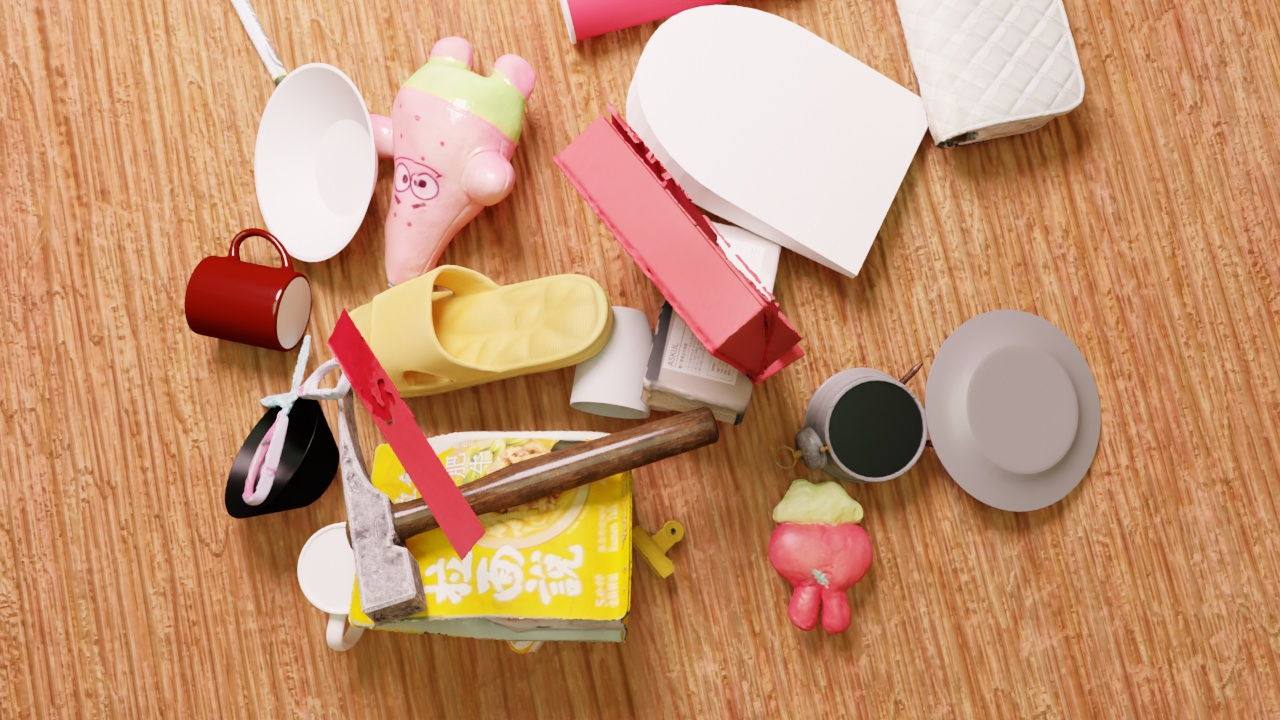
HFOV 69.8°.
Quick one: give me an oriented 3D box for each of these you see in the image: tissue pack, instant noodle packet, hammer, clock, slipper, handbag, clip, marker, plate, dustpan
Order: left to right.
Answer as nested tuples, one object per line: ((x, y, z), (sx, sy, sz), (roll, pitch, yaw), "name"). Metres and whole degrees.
((-0.362, -0.301, 0.882), (0.017, 0.017, 0.146), (-29, 84, -2), "marker")
((-0.284, -0.177, 0.834), (0.174, 0.036, 0.174), (3, 95, 35), "plate")
((-0.156, -0.030, 0.791), (0.264, 0.078, 0.099), (-7, 67, 13), "slipper")
((-0.117, 0.141, 0.755), (0.221, 0.084, 0.162), (2, 58, -6), "instant noodle packet")
((-0.094, 0.063, 0.744), (0.300, 0.037, 0.217), (-17, 57, -6), "hammer")
((0.016, 0.165, 0.823), (0.054, 0.046, 0.048), (49, 121, 6), "clip")
((0.067, -0.031, 0.805), (0.104, 0.071, 0.181), (13, 58, 1), "tissue pack")
((0.114, -0.211, 0.840), (0.257, 0.053, 0.191), (29, 73, -3), "dustpan")
((0.188, 0.063, 0.810), (0.148, 0.056, 0.104), (-20, 93, -5), "clock")
((0.306, -0.294, 0.833), (0.138, 0.072, 0.195), (-12, 84, -9), "handbag")
((0.332, 0.042, 0.805), (0.178, 0.012, 0.178), (2, 83, -15), "plate")

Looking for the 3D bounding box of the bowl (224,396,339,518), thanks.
((-0.305, 0.092, 0.811), (0.052, 0.124, 0.124), (39, 85, -38), "bowl")

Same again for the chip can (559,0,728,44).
((0.034, -0.357, 0.851), (0.220, 0.069, 0.069), (-15, 84, 0), "chip can")

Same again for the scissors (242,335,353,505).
((-0.292, 0.038, 0.784), (0.176, 0.013, 0.170), (-29, 42, 33), "scissors")

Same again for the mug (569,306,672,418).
((-0.005, 0.005, 0.823), (0.107, 0.071, 0.089), (14, 76, -25), "mug")

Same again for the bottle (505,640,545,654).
((-0.121, 0.205, 0.801), (0.108, 0.063, 0.063), (34, 86, 5), "bottle")

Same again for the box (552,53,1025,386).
((0.129, -0.134, 0.761), (0.373, 0.148, 0.213), (-27, 67, -23), "box")

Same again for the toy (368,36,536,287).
((-0.182, -0.176, 0.828), (0.192, 0.096, 0.237), (23, 95, 29), "toy")

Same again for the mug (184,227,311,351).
((-0.349, -0.067, 0.830), (0.082, 0.073, 0.105), (11, 83, 3), "mug")

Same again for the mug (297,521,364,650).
((-0.246, 0.193, 0.792), (0.074, 0.090, 0.110), (9, 84, 2), "mug")

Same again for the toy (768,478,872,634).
((0.158, 0.171, 0.806), (0.091, 0.045, 0.135), (-2, 80, -2), "toy")
